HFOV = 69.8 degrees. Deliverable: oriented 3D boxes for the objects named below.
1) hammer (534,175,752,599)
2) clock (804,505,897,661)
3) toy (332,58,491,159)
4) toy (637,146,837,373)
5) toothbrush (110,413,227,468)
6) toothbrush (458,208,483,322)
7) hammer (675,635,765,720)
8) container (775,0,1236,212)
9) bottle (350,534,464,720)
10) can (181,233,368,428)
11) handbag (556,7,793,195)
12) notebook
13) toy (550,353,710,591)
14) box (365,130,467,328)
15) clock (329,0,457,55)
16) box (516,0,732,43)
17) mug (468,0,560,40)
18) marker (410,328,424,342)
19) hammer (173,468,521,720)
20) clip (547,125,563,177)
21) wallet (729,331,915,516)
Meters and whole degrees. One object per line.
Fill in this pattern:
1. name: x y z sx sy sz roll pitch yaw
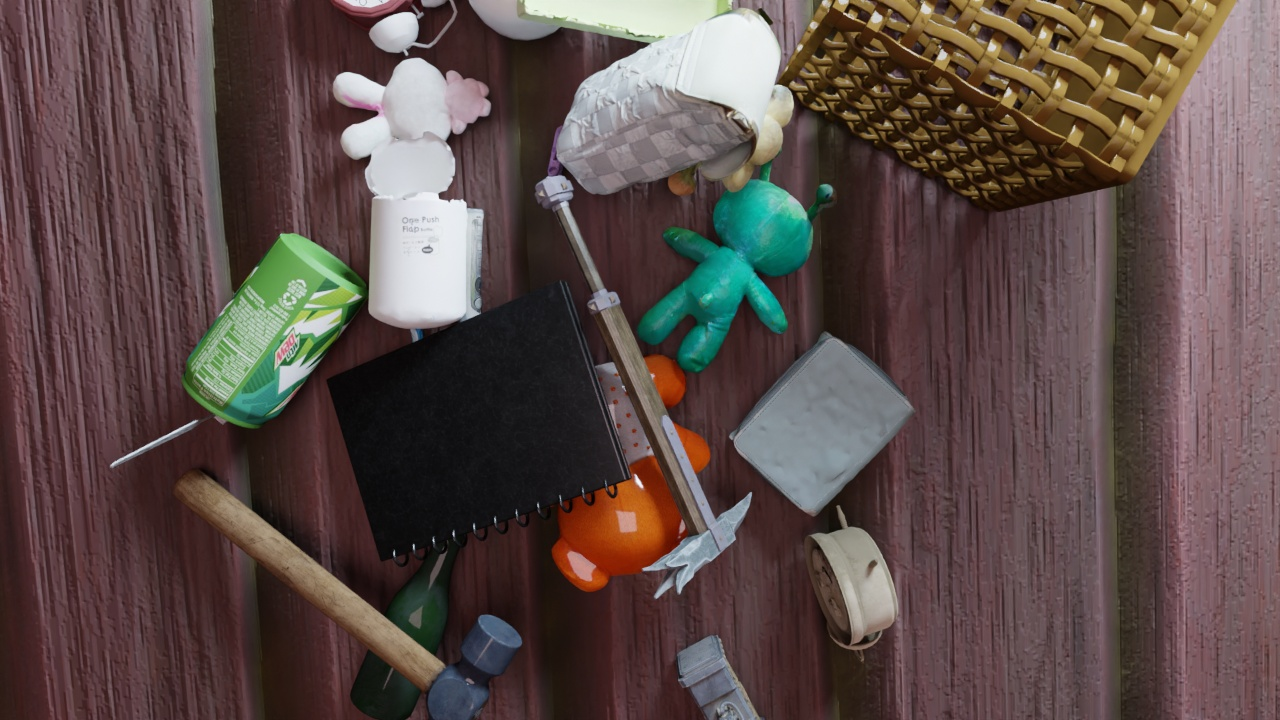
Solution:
1. hammer: -0.004 0.004 0.706 0.028 0.146 0.317 -22 92 38
2. clock: 0.180 0.198 0.766 0.054 0.093 0.141 -17 120 -6
3. toy: -0.184 -0.206 0.749 0.125 0.037 0.076 -10 91 -2
4. toy: 0.078 -0.080 0.743 0.130 0.072 0.193 37 92 6
5. toothbrush: -0.346 0.057 0.696 0.010 0.181 0.010 42 98 -6
6. toothbrush: -0.143 -0.034 0.771 0.024 0.022 0.185 1 93 17
7. hammer: 0.073 0.301 0.648 0.044 0.322 0.098 -29 94 1
8. container: 0.265 -0.274 0.657 0.214 0.219 0.251 29 93 -3
9. bottle: -0.187 0.212 0.774 0.055 0.055 0.174 23 91 -2
10. can: -0.294 -0.023 0.739 0.083 0.083 0.144 38 93 -3
11. handbag: 0.027 -0.182 0.708 0.172 0.123 0.112 -9 54 35
12. notebook: -0.134 0.057 0.732 0.232 0.019 0.169 -21 84 19
13. toy: -0.022 0.091 0.754 0.164 0.093 0.172 -17 82 -2
14. box: -0.179 -0.107 0.732 0.081 0.092 0.160 1 98 -18
15. clock: -0.206 -0.305 0.738 0.124 0.044 0.087 39 93 -2
16. box: 0.001 -0.306 0.692 0.187 0.061 0.134 -3 133 -30
17. mug: -0.085 -0.305 0.727 0.115 0.068 0.094 13 94 -2
18. marker: -0.198 -0.070 0.772 0.013 0.013 0.142 -10 95 0
19. hammer: -0.257 0.188 0.745 0.322 0.040 0.129 33 93 12
20. clip: -0.068 -0.168 0.758 0.014 0.045 0.051 12 107 0
21. wallet: 0.149 0.052 0.766 0.100 0.054 0.132 44 95 5
